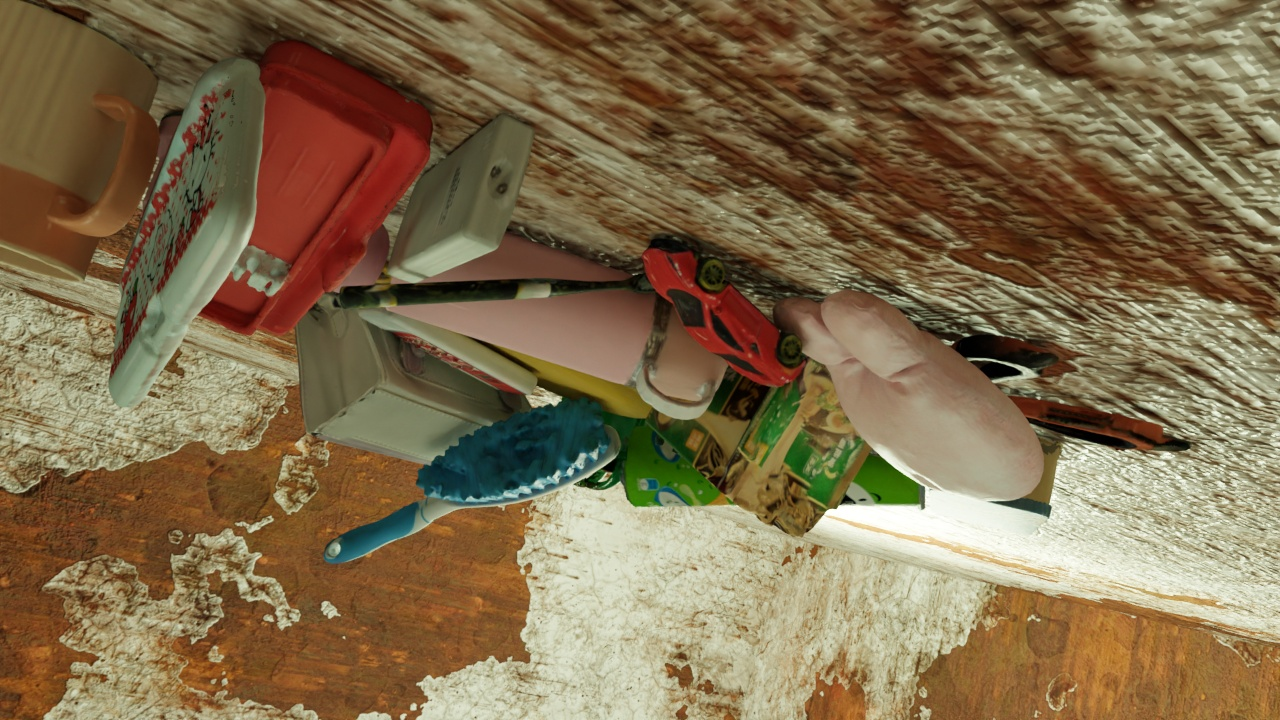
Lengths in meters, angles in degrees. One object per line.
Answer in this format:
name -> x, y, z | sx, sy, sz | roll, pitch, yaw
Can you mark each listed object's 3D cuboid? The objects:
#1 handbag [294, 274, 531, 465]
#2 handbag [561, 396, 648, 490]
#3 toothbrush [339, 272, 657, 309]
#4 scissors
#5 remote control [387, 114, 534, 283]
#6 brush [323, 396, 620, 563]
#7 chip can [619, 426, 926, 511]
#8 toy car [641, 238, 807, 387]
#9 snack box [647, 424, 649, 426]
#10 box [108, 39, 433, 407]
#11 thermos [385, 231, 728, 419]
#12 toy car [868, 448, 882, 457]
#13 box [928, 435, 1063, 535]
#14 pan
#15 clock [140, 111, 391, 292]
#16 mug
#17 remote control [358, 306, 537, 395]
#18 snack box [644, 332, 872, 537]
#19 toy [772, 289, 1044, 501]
handbag -> -0.184, 0.006, 0.763 | 0.197, 0.098, 0.145 | 30, -153, -57
handbag -> -0.039, 0.060, 0.848 | 0.068, 0.120, 0.131 | 15, 171, -13
toothbrush -> -0.061, -0.038, 0.479 | 0.185, 0.012, 0.017 | -6, 174, -30
scissors -> 0.206, 0.019, 0.557 | 0.223, 0.015, 0.189 | 11, 167, 40
remote control -> -0.087, -0.070, 0.427 | 0.019, 0.056, 0.135 | 20, 168, -26
brush -> -0.158, 0.111, 0.760 | 0.315, 0.060, 0.109 | -21, 159, 11
chip can -> 0.105, 0.084, 0.737 | 0.236, 0.072, 0.072 | -2, 165, 15
toy car -> 0.041, -0.024, 0.486 | 0.106, 0.031, 0.049 | 44, 165, -22
snack box -> 0.037, 0.075, 0.870 | 0.087, 0.033, 0.141 | 21, 140, -9
box -> -0.179, -0.042, 0.410 | 0.095, 0.101, 0.202 | 24, 144, -29
thermos -> -0.045, -0.023, 0.535 | 0.198, 0.087, 0.067 | 20, 133, -10
toy car -> 0.137, 0.038, 0.670 | 0.158, 0.042, 0.070 | 21, 174, 36
box -> 0.279, 0.097, 0.734 | 0.090, 0.061, 0.184 | 12, 167, 23
pan -> -0.004, 0.004, 0.720 | 0.357, 0.078, 0.198 | 31, 165, -34
clock -> -0.213, -0.081, 0.541 | 0.117, 0.059, 0.158 | 6, 166, 37
mug -> -0.269, -0.097, 0.419 | 0.115, 0.105, 0.081 | 11, 169, 23
remote control -> -0.138, -0.009, 0.668 | 0.136, 0.020, 0.056 | 32, 166, -36
snack box -> 0.076, 0.035, 0.602 | 0.106, 0.117, 0.118 | 27, 175, 46
toy -> 0.142, 0.017, 0.492 | 0.159, 0.054, 0.121 | 43, 165, -19
